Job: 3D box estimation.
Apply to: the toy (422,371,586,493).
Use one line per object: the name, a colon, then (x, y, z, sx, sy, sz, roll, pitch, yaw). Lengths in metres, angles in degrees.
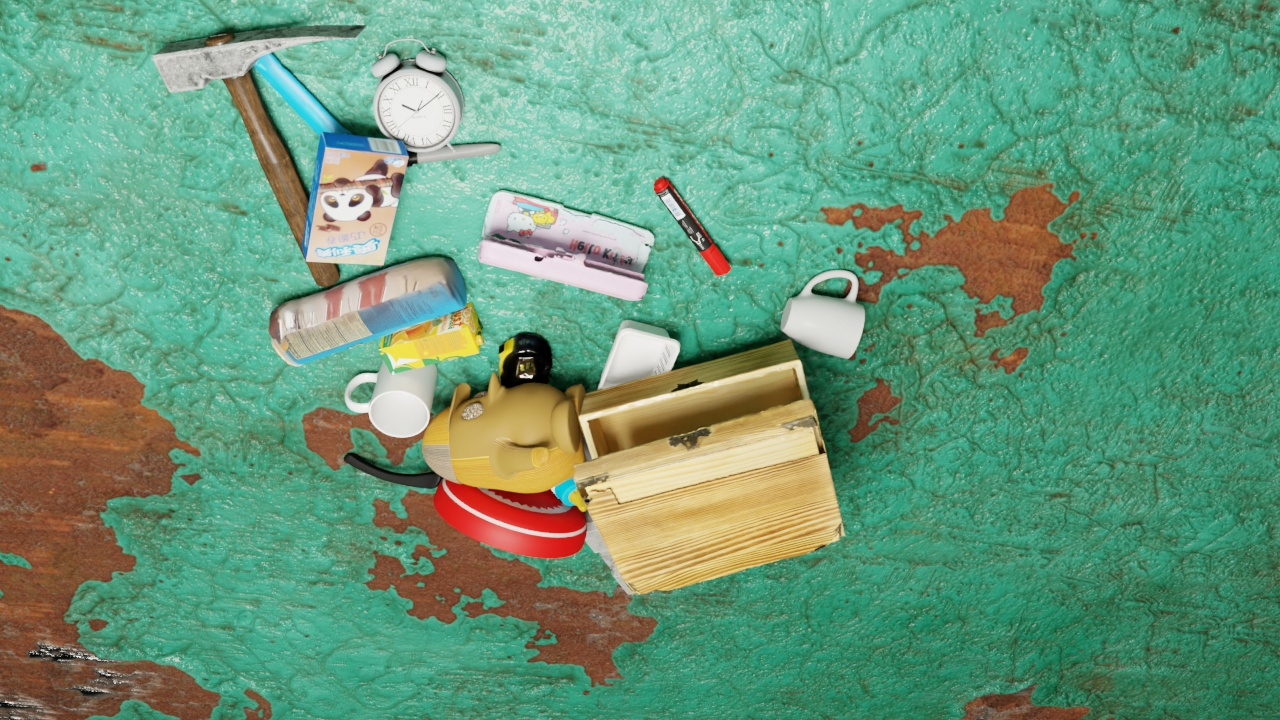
toy: (-0.173, 0.091, 1.156, 0.203, 0.198, 0.162, -6, 104, 8)

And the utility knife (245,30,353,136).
utility knife: (-0.360, -0.278, 0.985, 0.031, 0.015, 0.173, -33, 120, 15)

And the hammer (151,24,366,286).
hammer: (-0.360, -0.213, 1.004, 0.218, 0.037, 0.301, -4, 129, 10)

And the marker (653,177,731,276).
marker: (0.062, -0.159, 1.094, 0.021, 0.023, 0.145, -50, 122, -16)

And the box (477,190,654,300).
box: (-0.085, -0.138, 1.083, 0.202, 0.088, 0.095, 13, 89, -13)

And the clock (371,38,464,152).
clock: (-0.239, -0.281, 0.979, 0.094, 0.035, 0.123, -6, 127, 0)

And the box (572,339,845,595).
box: (0.089, 0.153, 1.104, 0.279, 0.215, 0.257, -16, 108, 5)

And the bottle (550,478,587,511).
bottle: (-0.103, 0.151, 1.226, 0.051, 0.146, 0.051, -17, 131, -21)

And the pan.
pan: (-0.238, 0.174, 1.240, 0.356, 0.208, 0.067, 21, 99, 10)

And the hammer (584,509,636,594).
hammer: (0.088, 0.228, 1.295, 0.318, 0.082, 0.163, -17, 126, 23)

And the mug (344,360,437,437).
mug: (-0.319, 0.041, 1.167, 0.110, 0.090, 0.074, 0, 125, -5)

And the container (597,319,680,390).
container: (-0.007, 0.007, 1.191, 0.080, 0.049, 0.129, 14, 123, -13)

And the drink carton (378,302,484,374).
drink carton: (-0.257, -0.028, 1.142, 0.122, 0.058, 0.041, -13, 125, 5)

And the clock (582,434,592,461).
clock: (-0.015, 0.122, 1.253, 0.159, 0.045, 0.123, 6, 126, 13)

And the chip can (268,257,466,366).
chip can: (-0.328, -0.063, 1.105, 0.230, 0.079, 0.080, -18, 125, 8)

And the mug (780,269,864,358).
mug: (0.231, -0.065, 1.155, 0.089, 0.071, 0.107, 14, 96, -4)

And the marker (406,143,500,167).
marker: (-0.226, -0.230, 1.030, 0.138, 0.016, 0.022, -6, 157, -1)

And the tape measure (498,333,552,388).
tape measure: (-0.149, 0.002, 1.183, 0.071, 0.042, 0.072, -2, 125, 1)

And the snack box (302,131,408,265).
snack box: (-0.312, -0.172, 0.999, 0.087, 0.034, 0.152, 0, 134, -30)
